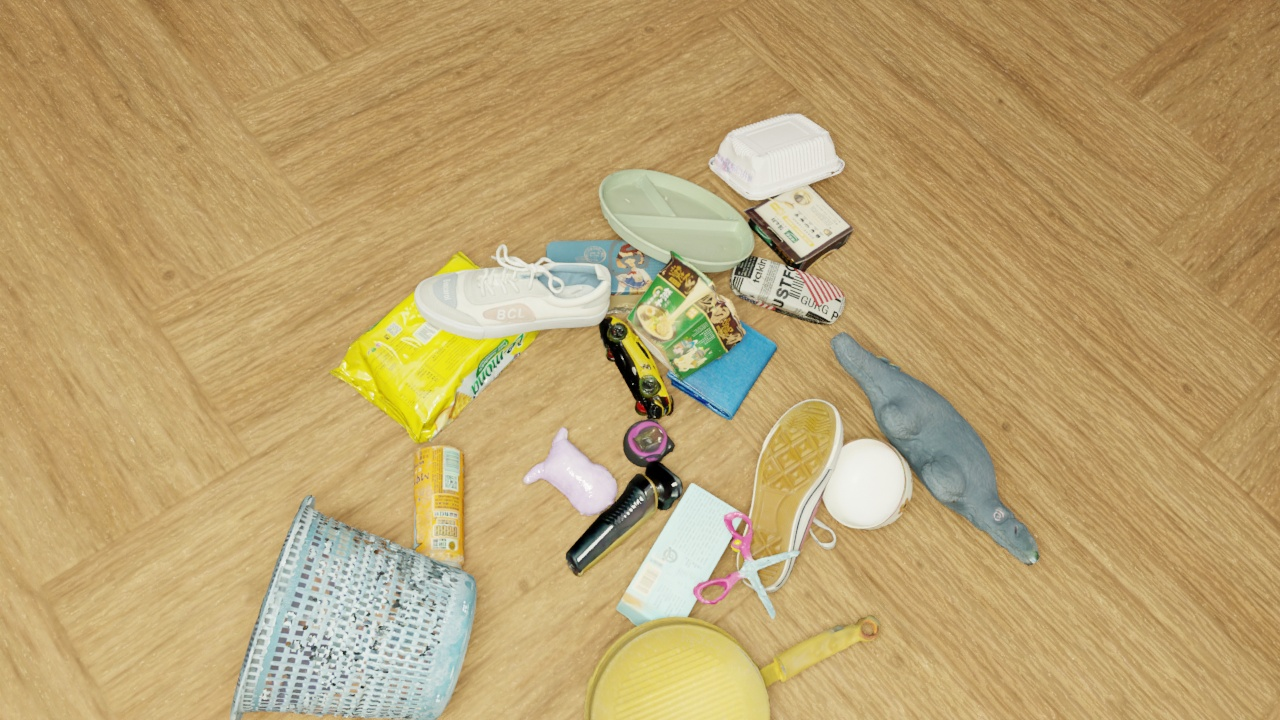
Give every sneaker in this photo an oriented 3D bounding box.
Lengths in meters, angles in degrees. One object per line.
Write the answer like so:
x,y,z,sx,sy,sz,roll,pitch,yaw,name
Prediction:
-0.152,-0.086,1.120,0.242,0.091,0.089,-2,59,-13,sneaker
0.185,0.166,1.114,0.118,0.088,0.240,15,80,26,sneaker

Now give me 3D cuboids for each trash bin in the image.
-0.280,0.272,0.934,0.195,0.227,0.226,18,60,-13,trash bin

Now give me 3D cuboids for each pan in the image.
0.113,0.353,1.001,0.357,0.078,0.197,-18,84,-9,pan

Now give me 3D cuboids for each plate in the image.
0.048,-0.194,1.275,0.230,0.028,0.229,15,37,-12,plate

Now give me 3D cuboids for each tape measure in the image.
0.007,0.103,1.147,0.057,0.039,0.057,-30,70,-21,tape measure

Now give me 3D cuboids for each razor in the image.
-0.021,0.192,1.091,0.167,0.068,0.062,-41,47,-16,razor

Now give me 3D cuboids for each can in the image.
-0.234,0.174,1.064,0.058,0.058,0.145,-1,62,-9,can

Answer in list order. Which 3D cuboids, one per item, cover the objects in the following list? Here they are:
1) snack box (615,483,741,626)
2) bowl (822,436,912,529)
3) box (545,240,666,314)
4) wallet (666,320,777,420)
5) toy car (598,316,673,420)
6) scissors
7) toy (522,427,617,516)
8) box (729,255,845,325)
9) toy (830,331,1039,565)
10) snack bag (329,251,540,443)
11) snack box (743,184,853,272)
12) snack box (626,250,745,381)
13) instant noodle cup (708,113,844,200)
0.047,0.235,1.075,0.074,0.052,0.174,32,63,6,snack box
0.288,0.156,1.135,0.062,0.114,0.113,24,50,-44,bowl
-0.049,-0.113,1.245,0.184,0.062,0.089,-3,62,-12,box
0.109,0.001,1.220,0.106,0.040,0.132,34,61,6,wallet
-0.007,0.007,1.179,0.041,0.071,0.155,-24,67,-18,toy car
0.118,0.234,1.041,0.133,0.017,0.133,-19,58,-11,scissors
-0.079,0.144,1.114,0.108,0.039,0.083,38,75,5,toy
0.206,-0.099,1.276,0.164,0.060,0.071,17,44,1,box
0.369,0.103,1.152,0.092,0.137,0.356,-43,77,20,toy
-0.253,-0.025,1.164,0.158,0.068,0.245,37,64,12,snack bag
0.224,-0.192,1.330,0.125,0.053,0.113,-33,70,-22,snack box
0.051,-0.050,1.165,0.105,0.118,0.117,-42,54,-7,snack box
0.202,-0.311,1.362,0.173,0.060,0.138,-22,44,-17,instant noodle cup
